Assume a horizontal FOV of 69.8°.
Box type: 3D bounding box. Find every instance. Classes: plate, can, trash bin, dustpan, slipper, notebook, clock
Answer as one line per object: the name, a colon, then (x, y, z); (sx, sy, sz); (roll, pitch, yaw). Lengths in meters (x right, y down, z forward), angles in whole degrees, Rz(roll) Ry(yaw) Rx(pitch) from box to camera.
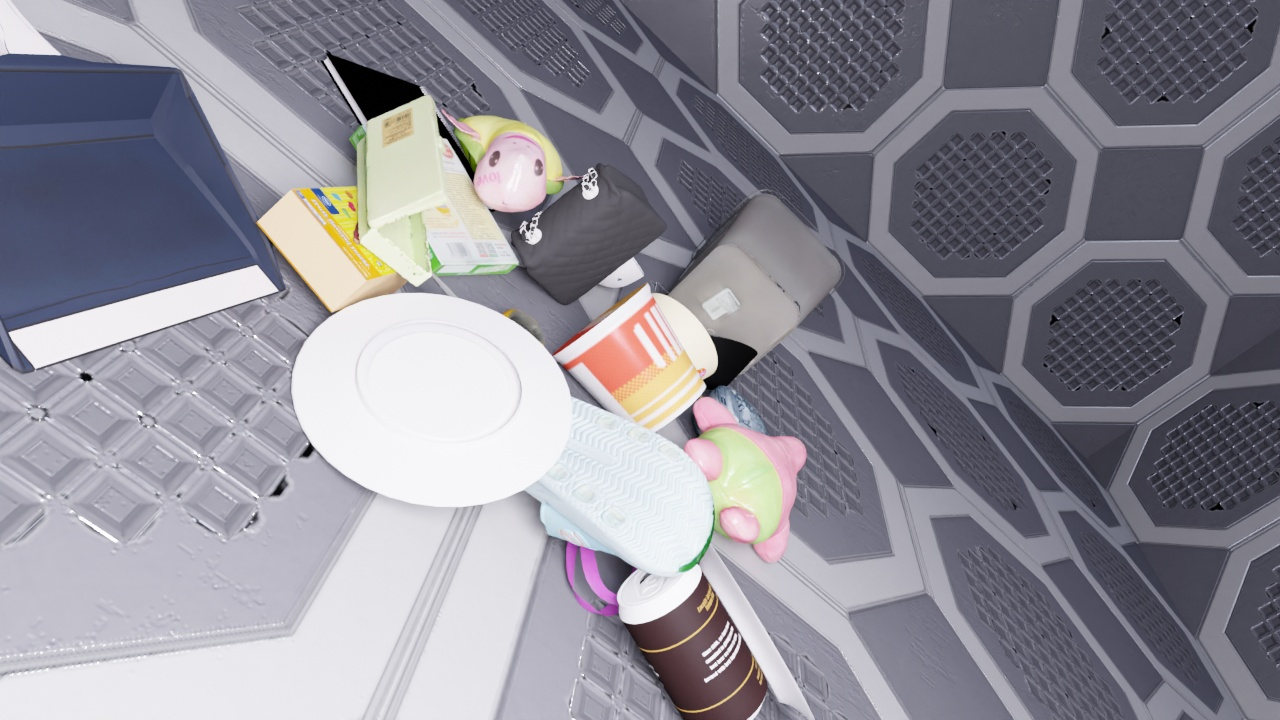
plate: (0.090, 0.230, 0.788); (0.188, 0.016, 0.189); (59, -5, 8)
can: (0.040, 0.218, 0.702); (0.128, 0.072, 0.071); (60, 21, -13)
plate: (-0.150, 0.018, 0.689); (0.208, 0.015, 0.208); (13, 44, -13)
trash bin: (0.155, -0.104, 1.313); (0.197, 0.198, 0.219); (46, 30, -2)
dustpan: (-0.377, -0.147, 0.597); (0.273, 0.080, 0.235); (47, 23, 0)
slipper: (-0.049, 0.090, 0.726); (0.245, 0.074, 0.103); (27, 47, 24)
notebook: (-0.261, -0.259, 1.053); (0.148, 0.016, 0.206); (1, 51, -58)
clock: (0.117, 0.085, 1.102); (0.129, 0.052, 0.090); (36, 25, -21)

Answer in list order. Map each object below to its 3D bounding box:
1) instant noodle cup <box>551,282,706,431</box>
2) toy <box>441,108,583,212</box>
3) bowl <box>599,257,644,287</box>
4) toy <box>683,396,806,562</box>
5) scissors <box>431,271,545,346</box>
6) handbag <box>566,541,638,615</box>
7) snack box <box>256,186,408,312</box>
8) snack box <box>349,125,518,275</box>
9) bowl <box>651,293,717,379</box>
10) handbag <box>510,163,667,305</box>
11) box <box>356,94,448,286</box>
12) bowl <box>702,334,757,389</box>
instant noodle cup: (-0.006, 0.006, 0.949); (0.121, 0.124, 0.123); (53, 23, -6)
toy: (-0.147, -0.230, 1.048); (0.190, 0.088, 0.238); (23, 19, -24)
bowl: (-0.050, -0.136, 1.134); (0.113, 0.063, 0.113); (56, 3, -5)
toy: (0.118, 0.122, 0.983); (0.236, 0.097, 0.192); (-14, 79, -59)
scissors: (-0.126, -0.014, 0.855); (0.225, 0.016, 0.224); (52, 14, -17)
handbag: (-0.016, 0.146, 0.783); (0.144, 0.068, 0.169); (42, 31, -10)
snack box: (-0.242, -0.096, 0.760); (0.088, 0.040, 0.125); (51, 14, -4)
snack box: (-0.210, -0.162, 0.950); (0.168, 0.027, 0.131); (59, 27, 9)
bowl: (0.019, -0.007, 1.042); (0.073, 0.118, 0.118); (-41, 88, -24)
handbag: (-0.070, -0.157, 1.017); (0.114, 0.154, 0.125); (62, 13, 23)
box: (-0.202, -0.145, 0.803); (0.187, 0.091, 0.083); (-107, 179, -48)
bowl: (0.079, 0.006, 1.132); (0.124, 0.124, 0.052); (21, 76, -45)
